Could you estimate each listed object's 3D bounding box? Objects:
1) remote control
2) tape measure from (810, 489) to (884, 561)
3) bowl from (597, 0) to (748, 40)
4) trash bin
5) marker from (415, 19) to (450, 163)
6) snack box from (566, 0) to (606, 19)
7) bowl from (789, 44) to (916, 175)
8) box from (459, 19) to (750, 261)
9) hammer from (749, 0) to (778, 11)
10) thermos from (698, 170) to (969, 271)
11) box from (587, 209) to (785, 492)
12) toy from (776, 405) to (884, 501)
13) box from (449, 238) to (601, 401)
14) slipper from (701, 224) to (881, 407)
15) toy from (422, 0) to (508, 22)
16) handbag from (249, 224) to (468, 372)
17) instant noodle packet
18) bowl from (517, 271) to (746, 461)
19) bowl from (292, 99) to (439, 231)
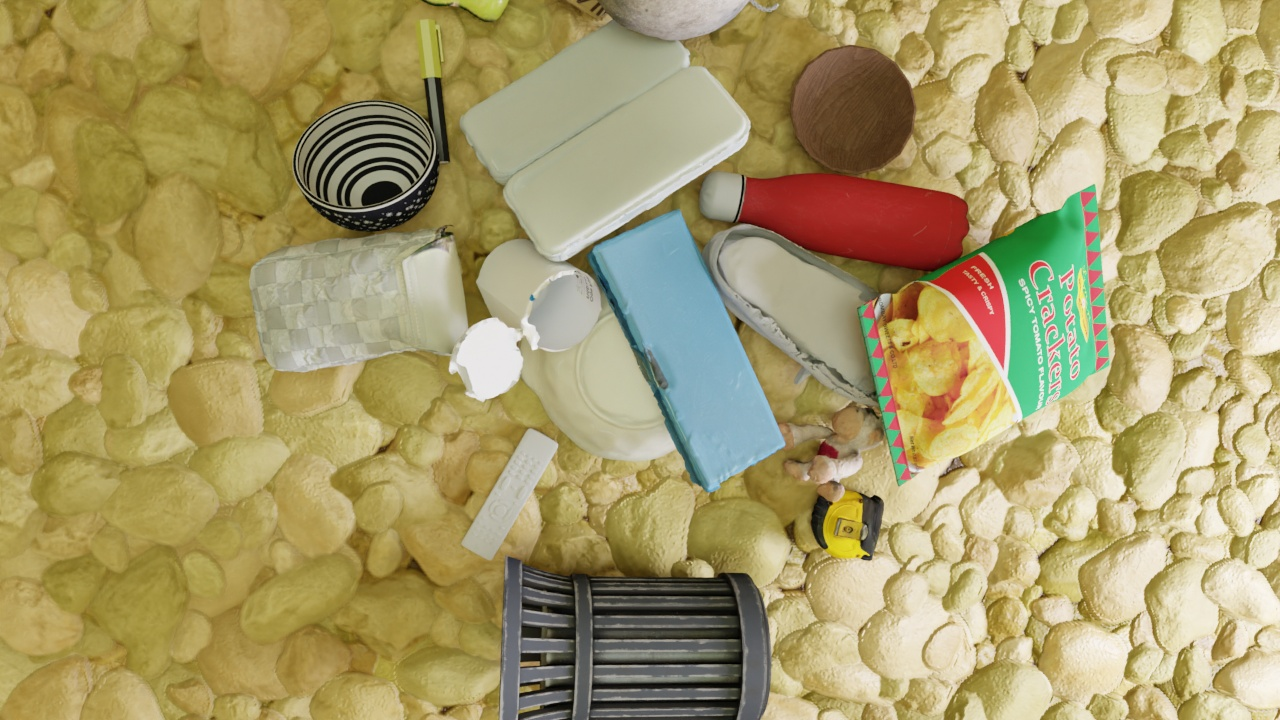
[{"bbox_3d":[-0.124,0.126,0.869,0.033,0.012,0.131,30,93,-4],"label":"remote control"},{"bbox_3d":[0.198,0.158,0.884,0.064,0.037,0.065,12,95,-6],"label":"tape measure"},{"bbox_3d":[0.036,-0.352,0.733,0.178,0.081,0.178,-4,105,-16],"label":"bowl"},{"bbox_3d":[-0.010,0.260,0.822,0.227,0.164,0.164,2,96,-8],"label":"trash bin"},{"bbox_3d":[-0.184,-0.240,0.823,0.021,0.017,0.124,-6,98,-3],"label":"marker"},{"bbox_3d":[-0.103,-0.371,0.764,0.206,0.057,0.056,25,71,-22],"label":"snack box"},{"bbox_3d":[0.191,-0.226,0.841,0.118,0.030,0.118,0,90,-5],"label":"bowl"},{"bbox_3d":[-0.035,-0.201,0.787,0.209,0.037,0.188,-31,70,-1],"label":"box"},{"bbox_3d":[0.006,-0.422,0.785,0.326,0.079,0.177,44,84,-17],"label":"hammer"},{"bbox_3d":[0.172,-0.133,0.832,0.240,0.073,0.073,9,95,-4],"label":"thermos"},{"bbox_3d":[0.039,-0.008,0.798,0.093,0.052,0.231,-29,98,-17],"label":"box"},{"bbox_3d":[0.188,0.080,0.856,0.106,0.085,0.074,-29,119,-10],"label":"toy"},{"bbox_3d":[-0.117,-0.039,0.787,0.150,0.106,0.080,-33,128,-22],"label":"box"},{"bbox_3d":[0.156,-0.036,0.840,0.246,0.074,0.112,33,99,-17],"label":"slipper"},{"bbox_3d":[-0.146,-0.357,0.799,0.092,0.046,0.115,16,87,-8],"label":"toy"},{"bbox_3d":[-0.238,-0.054,0.789,0.171,0.123,0.112,-8,105,-8],"label":"handbag"},{"bbox_3d":[0.320,-0.019,0.829,0.252,0.090,0.196,-27,119,-11],"label":"instant noodle packet"},{"bbox_3d":[-0.005,0.005,0.842,0.219,0.060,0.188,7,96,-5],"label":"bowl"},{"bbox_3d":[-0.231,-0.158,0.797,0.120,0.066,0.120,0,62,1],"label":"bowl"}]
